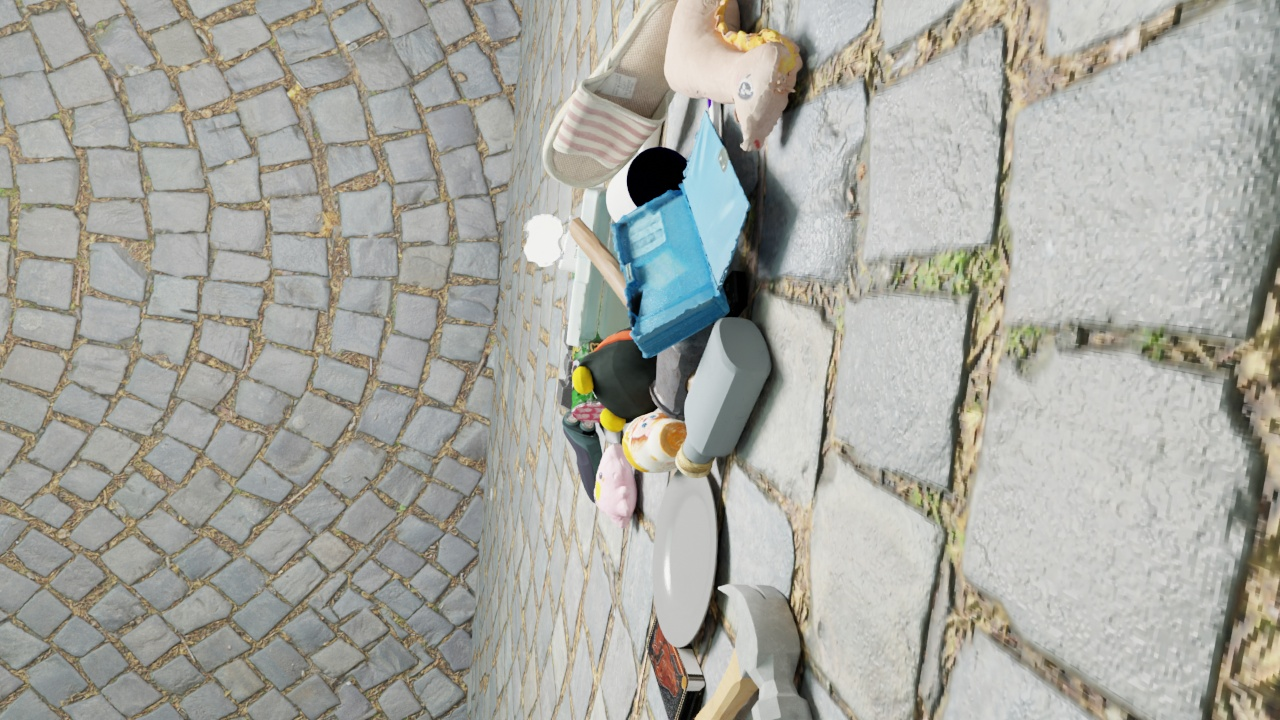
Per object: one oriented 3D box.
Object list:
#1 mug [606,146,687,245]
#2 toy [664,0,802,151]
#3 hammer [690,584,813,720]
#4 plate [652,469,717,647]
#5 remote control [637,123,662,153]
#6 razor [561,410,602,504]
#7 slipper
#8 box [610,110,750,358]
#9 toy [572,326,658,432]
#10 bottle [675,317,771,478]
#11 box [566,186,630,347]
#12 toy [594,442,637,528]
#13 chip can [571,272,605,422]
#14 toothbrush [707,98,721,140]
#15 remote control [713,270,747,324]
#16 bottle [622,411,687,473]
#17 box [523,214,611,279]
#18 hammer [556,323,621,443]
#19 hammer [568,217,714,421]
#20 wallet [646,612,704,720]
[{"bbox_3d":[0.003,-0.174,1.026,0.111,0.078,0.097,-64,12,-8],"label":"mug"},{"bbox_3d":[0.080,-0.296,0.828,0.264,0.065,0.196,-132,47,-66],"label":"toy"},{"bbox_3d":[0.063,0.308,0.783,0.329,0.039,0.131,108,161,-44],"label":"hammer"},{"bbox_3d":[0.046,0.190,0.906,0.178,0.012,0.178,-173,91,-74],"label":"plate"},{"bbox_3d":[0.015,-0.328,1.151,0.060,0.025,0.139,-116,33,-62],"label":"remote control"},{"bbox_3d":[-0.073,0.135,1.280,0.052,0.047,0.143,10,120,44],"label":"razor"},{"bbox_3d":[-0.018,-0.288,1.007,0.264,0.115,0.052,-48,36,32],"label":"slipper"},{"bbox_3d":[0.046,-0.119,0.861,0.173,0.066,0.231,-49,26,25],"label":"box"},{"bbox_3d":[-0.006,0.006,1.017,0.100,0.097,0.119,-19,30,30],"label":"toy"},{"bbox_3d":[0.067,0.043,0.812,0.072,0.046,0.162,-100,20,-44],"label":"bottle"},{"bbox_3d":[-0.026,-0.112,1.143,0.085,0.096,0.199,-47,-32,-70],"label":"box"},{"bbox_3d":[-0.031,0.165,1.149,0.103,0.050,0.093,104,157,-45],"label":"toy"},{"bbox_3d":[-0.058,-0.030,1.257,0.076,0.075,0.223,123,148,-62],"label":"chip can"},{"bbox_3d":[0.074,-0.214,0.916,0.016,0.015,0.186,141,132,-71],"label":"toothbrush"},{"bbox_3d":[0.070,-0.038,0.888,0.150,0.013,0.034,125,146,-63],"label":"remote control"},{"bbox_3d":[0.022,0.084,0.944,0.109,0.063,0.063,152,120,-72],"label":"bottle"},{"bbox_3d":[-0.083,-0.152,1.232,0.118,0.160,0.084,-120,44,-77],"label":"box"},{"bbox_3d":[-0.070,0.055,1.360,0.322,0.043,0.156,-126,42,-64],"label":"hammer"},{"bbox_3d":[-0.009,-0.068,0.966,0.328,0.052,0.098,-125,31,-45],"label":"hammer"},{"bbox_3d":[0.034,0.309,0.923,0.123,0.019,0.072,-117,38,-63],"label":"wallet"}]
